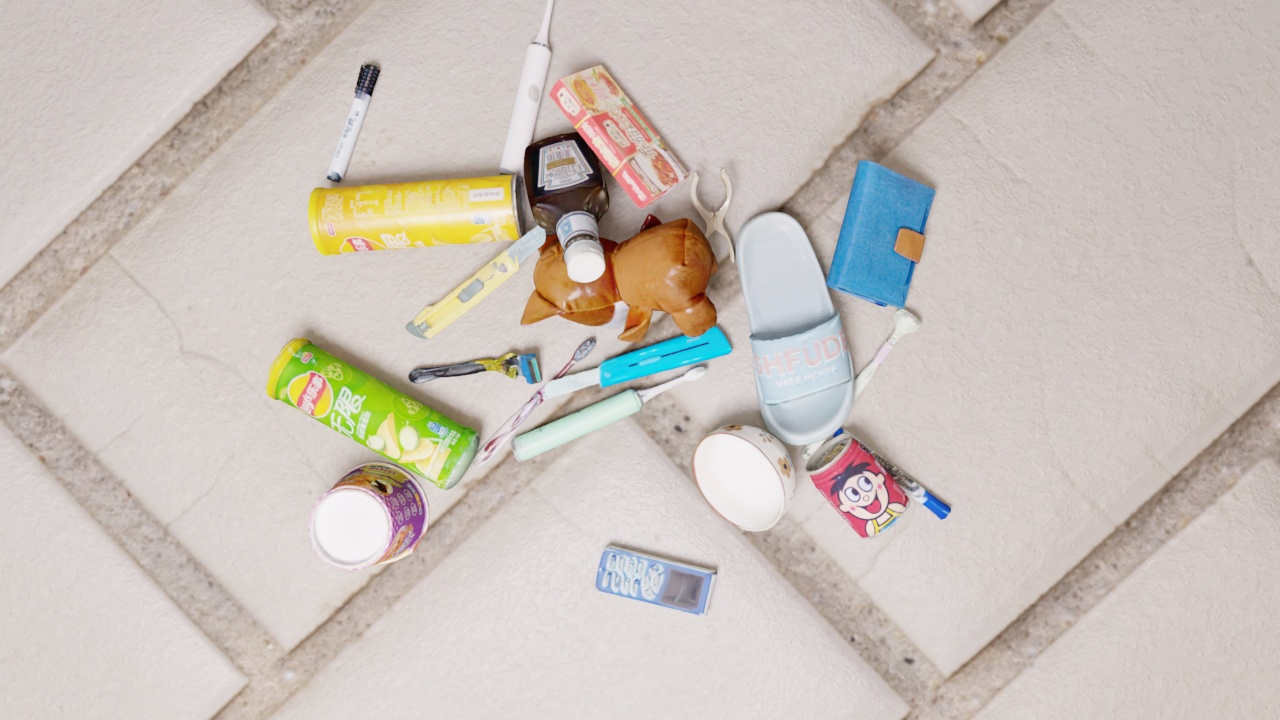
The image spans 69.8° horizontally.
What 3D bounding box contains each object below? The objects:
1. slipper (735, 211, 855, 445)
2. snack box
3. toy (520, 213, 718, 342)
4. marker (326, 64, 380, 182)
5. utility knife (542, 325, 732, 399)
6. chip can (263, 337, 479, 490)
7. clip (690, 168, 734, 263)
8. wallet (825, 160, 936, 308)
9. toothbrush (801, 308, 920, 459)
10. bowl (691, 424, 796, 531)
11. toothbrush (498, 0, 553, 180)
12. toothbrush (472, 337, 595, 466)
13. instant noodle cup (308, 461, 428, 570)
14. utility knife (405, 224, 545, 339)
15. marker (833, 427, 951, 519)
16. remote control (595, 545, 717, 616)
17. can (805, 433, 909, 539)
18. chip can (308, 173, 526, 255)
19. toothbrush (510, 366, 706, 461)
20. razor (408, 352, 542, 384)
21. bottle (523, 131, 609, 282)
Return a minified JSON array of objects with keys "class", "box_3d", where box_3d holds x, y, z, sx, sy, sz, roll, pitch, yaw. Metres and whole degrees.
[{"class":"slipper","box_3d":[0.158,-0.036,0.943,0.104,0.074,0.245,-13,87,2]},{"class":"snack box","box_3d":[-0.021,-0.233,0.949,0.153,0.075,0.026,52,133,0]},{"class":"toy","box_3d":[-0.021,-0.081,0.932,0.200,0.131,0.139,-2,48,9]},{"class":"marker","box_3d":[-0.309,-0.254,0.982,0.022,0.018,0.130,21,91,9]},{"class":"utility knife","box_3d":[-0.006,0.006,0.972,0.207,0.018,0.034,-17,92,-2]},{"class":"chip can","box_3d":[-0.276,0.057,0.957,0.221,0.072,0.072,28,91,0]},{"class":"clip","box_3d":[0.065,-0.152,0.969,0.081,0.034,0.104,7,99,-2]},{"class":"wallet","box_3d":[0.247,-0.127,0.941,0.106,0.040,0.133,14,93,-34]},{"class":"toothbrush","box_3d":[0.231,0.028,0.973,0.029,0.020,0.189,36,92,7]},{"class":"bowl","box_3d":[0.115,0.111,0.944,0.062,0.114,0.113,-34,90,-41]},{"class":"toothbrush","box_3d":[-0.113,-0.302,0.972,0.026,0.026,0.221,14,91,43]},{"class":"toothbrush","box_3d":[-0.113,0.045,0.980,0.016,0.017,0.187,44,91,-3]},{"class":"instant noodle cup","box_3d":[-0.284,0.164,0.946,0.111,0.099,0.111,0,89,0]},{"class":"utility knife","box_3d":[-0.170,-0.080,0.962,0.195,0.020,0.031,-36,102,12]},{"class":"marker","box_3d":[0.266,0.119,0.974,0.146,0.017,0.017,37,91,1]},{"class":"remote control","box_3d":[0.016,0.234,0.976,0.125,0.024,0.049,14,91,2]},{"class":"can","box_3d":[0.222,0.129,0.945,0.066,0.066,0.094,-42,96,1]},{"class":"chip can","box_3d":[-0.229,-0.153,0.954,0.213,0.072,0.072,-5,90,1]},{"class":"toothbrush","box_3d":[-0.033,0.053,0.974,0.224,0.027,0.026,-23,103,2]},{"class":"razor","box_3d":[-0.178,0.010,0.981,0.143,0.022,0.043,-5,134,5]},{"class":"bottle","box_3d":[-0.069,-0.153,0.907,0.080,0.044,0.194,-16,48,0]}]
